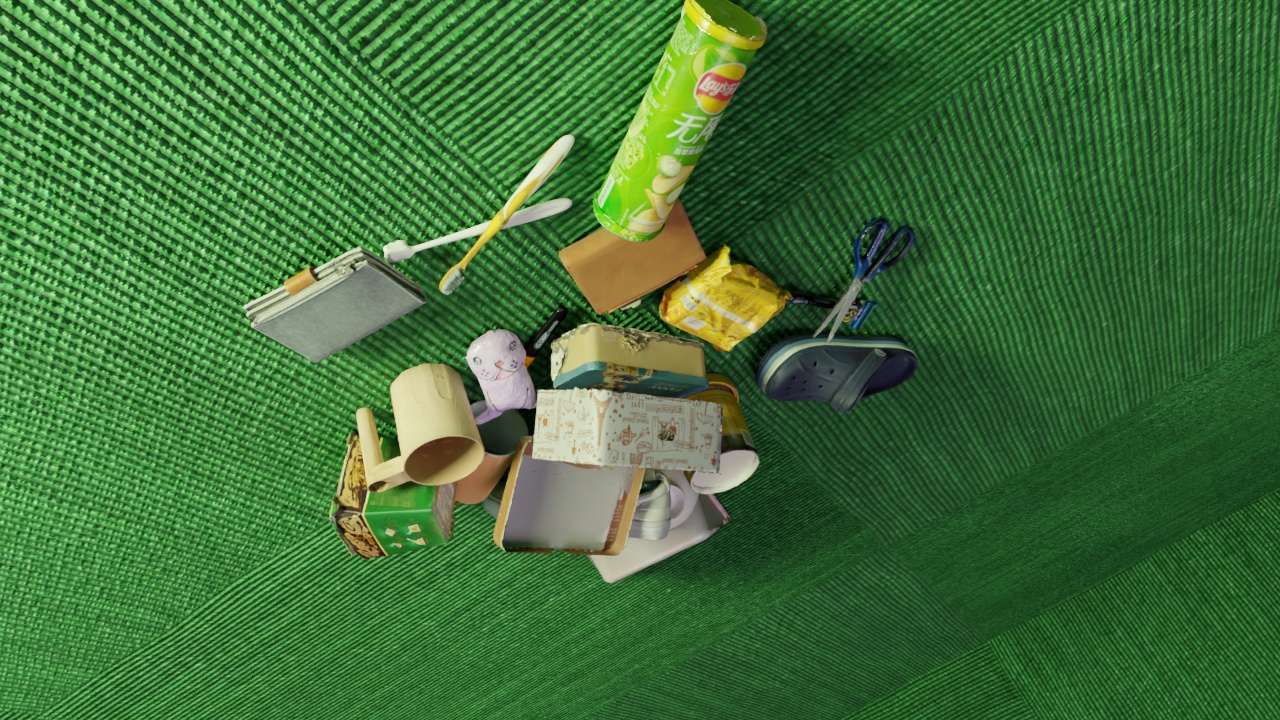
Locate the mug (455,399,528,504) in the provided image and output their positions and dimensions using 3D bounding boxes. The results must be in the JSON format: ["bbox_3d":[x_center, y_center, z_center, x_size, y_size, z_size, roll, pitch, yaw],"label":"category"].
[{"bbox_3d":[-0.187,0.112,1.071,0.078,0.078,0.123,2,141,-30],"label":"mug"}]

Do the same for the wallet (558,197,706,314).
[{"bbox_3d":[-0.004,-0.105,0.936,0.132,0.031,0.108,-27,141,7],"label":"wallet"}]

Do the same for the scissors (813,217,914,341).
[{"bbox_3d":[0.252,-0.096,1.078,0.171,0.012,0.141,-38,137,4],"label":"scissors"}]

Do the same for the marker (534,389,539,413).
[{"bbox_3d":[-0.111,0.078,1.111,0.022,0.018,0.131,-8,142,2],"label":"marker"}]

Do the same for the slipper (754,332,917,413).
[{"bbox_3d":[0.260,0.025,1.186,0.252,0.095,0.105,-3,136,-30],"label":"slipper"}]

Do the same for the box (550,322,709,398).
[{"bbox_3d":[-0.006,0.006,1.025,0.184,0.059,0.090,10,159,-33],"label":"box"}]

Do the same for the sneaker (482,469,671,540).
[{"bbox_3d":[-0.079,0.163,1.152,0.242,0.089,0.091,6,101,3],"label":"sneaker"}]

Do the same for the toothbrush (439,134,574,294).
[{"bbox_3d":[-0.122,-0.130,0.833,0.192,0.018,0.016,-46,132,15],"label":"toothbrush"}]

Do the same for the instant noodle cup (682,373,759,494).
[{"bbox_3d":[0.086,0.096,1.159,0.118,0.114,0.119,-15,142,-12],"label":"instant noodle cup"}]

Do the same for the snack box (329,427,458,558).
[{"bbox_3d":[-0.264,0.148,1.011,0.105,0.118,0.118,-2,142,3],"label":"snack box"}]

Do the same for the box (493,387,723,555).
[{"bbox_3d":[-0.027,0.128,0.998,0.180,0.157,0.227,11,96,-38],"label":"box"}]

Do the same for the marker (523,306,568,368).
[{"bbox_3d":[-0.115,-0.015,0.999,0.018,0.015,0.124,12,131,-40],"label":"marker"}]

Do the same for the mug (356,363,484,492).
[{"bbox_3d":[-0.236,0.074,0.969,0.124,0.103,0.084,-21,143,-3],"label":"mug"}]

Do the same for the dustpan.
[{"bbox_3d":[0.009,0.229,1.369,0.222,0.138,0.273,-26,171,0],"label":"dustpan"}]

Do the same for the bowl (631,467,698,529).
[{"bbox_3d":[0.028,0.181,1.223,0.118,0.065,0.118,-1,98,-10],"label":"bowl"}]

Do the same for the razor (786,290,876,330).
[{"bbox_3d":[0.224,-0.067,1.109,0.142,0.022,0.043,9,118,-36],"label":"razor"}]

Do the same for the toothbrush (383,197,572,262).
[{"bbox_3d":[-0.150,-0.124,0.851,0.180,0.016,0.016,-18,145,-11],"label":"toothbrush"}]

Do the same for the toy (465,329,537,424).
[{"bbox_3d":[-0.151,0.015,0.984,0.083,0.039,0.108,-19,124,-12],"label":"toy"}]

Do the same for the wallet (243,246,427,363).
[{"bbox_3d":[-0.281,-0.054,0.846,0.130,0.037,0.106,-26,150,12],"label":"wallet"}]

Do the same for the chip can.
[{"bbox_3d":[0.027,-0.203,0.799,0.072,0.072,0.222,3,136,-31],"label":"chip can"}]

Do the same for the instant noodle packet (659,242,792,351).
[{"bbox_3d":[0.092,-0.068,1.022,0.111,0.044,0.128,-40,138,23],"label":"instant noodle packet"}]
